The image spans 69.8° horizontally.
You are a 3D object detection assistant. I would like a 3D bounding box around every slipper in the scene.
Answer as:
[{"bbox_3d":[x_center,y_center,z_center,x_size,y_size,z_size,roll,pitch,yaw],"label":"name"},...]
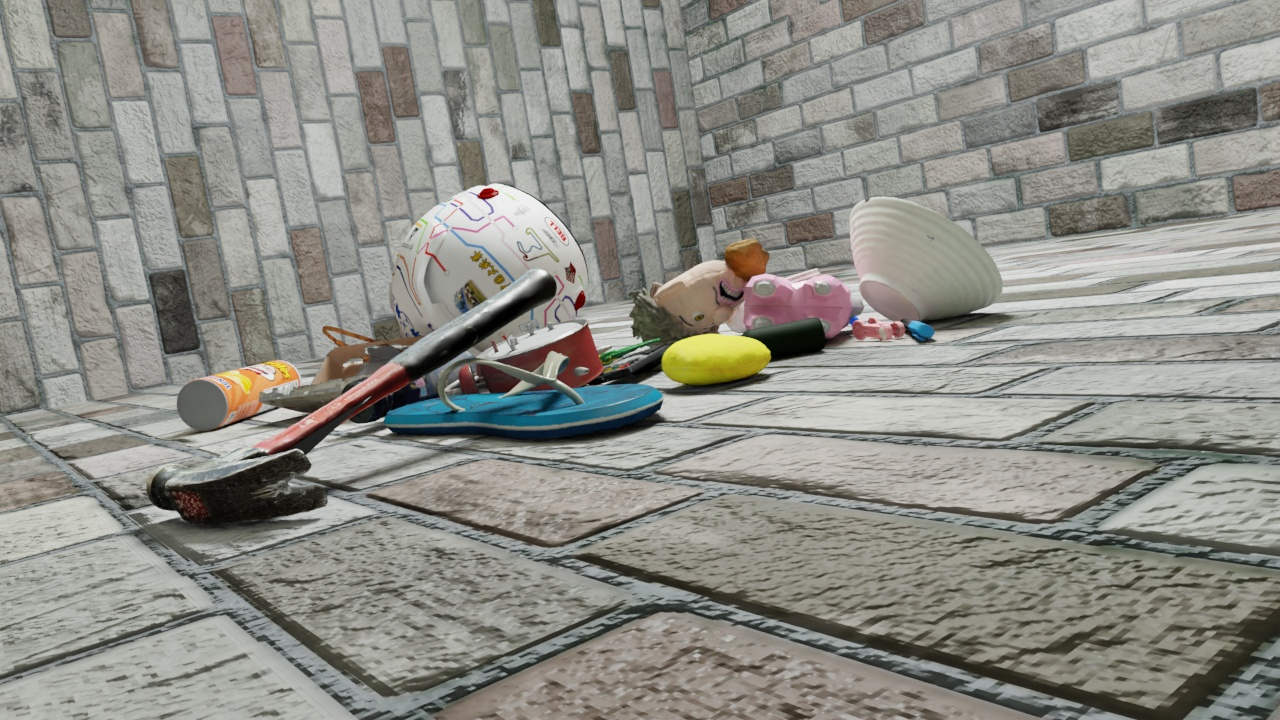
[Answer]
[{"bbox_3d":[-0.099,0.023,0.723,0.296,0.060,0.118,-4,4,42],"label":"slipper"}]

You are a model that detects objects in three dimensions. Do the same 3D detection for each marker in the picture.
[{"bbox_3d":[0.262,-0.031,0.875,0.018,0.015,0.123,27,9,5],"label":"marker"}]

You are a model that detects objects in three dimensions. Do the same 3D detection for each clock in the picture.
[{"bbox_3d":[0.162,-0.068,1.144,0.158,0.059,0.116,-16,3,16],"label":"clock"},{"bbox_3d":[-0.114,0.001,0.860,0.157,0.062,0.109,-15,13,17],"label":"clock"}]

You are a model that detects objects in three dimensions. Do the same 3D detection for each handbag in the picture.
[{"bbox_3d":[-0.337,-0.004,1.167,0.094,0.043,0.195,2,-15,19],"label":"handbag"}]

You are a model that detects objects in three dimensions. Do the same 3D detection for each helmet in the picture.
[{"bbox_3d":[-0.201,-0.094,1.175,0.236,0.231,0.314,-42,13,-6],"label":"helmet"}]

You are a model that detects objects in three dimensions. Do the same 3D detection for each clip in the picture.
[{"bbox_3d":[0.226,-0.029,0.892,0.039,0.022,0.059,-8,6,-26],"label":"clip"}]

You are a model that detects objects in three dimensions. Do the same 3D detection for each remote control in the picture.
[{"bbox_3d":[-0.005,0.005,0.916,0.045,0.021,0.140,-16,3,23],"label":"remote control"}]

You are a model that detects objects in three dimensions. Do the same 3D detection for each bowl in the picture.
[{"bbox_3d":[0.280,-0.086,0.965,0.070,0.177,0.177,-53,19,-12],"label":"bowl"}]

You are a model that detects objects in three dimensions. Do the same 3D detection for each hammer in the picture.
[{"bbox_3d":[-0.162,0.010,0.632,0.141,0.036,0.325,-4,25,39],"label":"hammer"}]

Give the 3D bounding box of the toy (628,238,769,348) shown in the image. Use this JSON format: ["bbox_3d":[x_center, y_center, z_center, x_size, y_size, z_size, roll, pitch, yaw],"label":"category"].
[{"bbox_3d":[0.072,-0.066,1.013,0.176,0.076,0.132,-41,-31,24],"label":"toy"}]

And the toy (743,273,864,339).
[{"bbox_3d":[0.175,-0.058,0.981,0.123,0.067,0.157,2,5,14],"label":"toy"}]

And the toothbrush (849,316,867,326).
[{"bbox_3d":[0.245,-0.043,1.034,0.011,0.016,0.186,-7,8,1],"label":"toothbrush"}]

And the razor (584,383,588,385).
[{"bbox_3d":[-0.086,0.016,0.962,0.044,0.021,0.144,-12,4,-24],"label":"razor"}]

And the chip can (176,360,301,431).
[{"bbox_3d":[-0.507,0.041,1.176,0.062,0.062,0.210,-9,6,4],"label":"chip can"}]

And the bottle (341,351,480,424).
[{"bbox_3d":[-0.219,0.026,0.891,0.056,0.056,0.160,-6,7,28],"label":"bottle"}]

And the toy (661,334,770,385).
[{"bbox_3d":[0.064,-0.001,0.778,0.094,0.041,0.095,0,9,33],"label":"toy"}]

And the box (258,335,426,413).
[{"bbox_3d":[-0.316,0.013,1.028,0.218,0.094,0.120,-6,48,34],"label":"box"}]

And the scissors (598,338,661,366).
[{"bbox_3d":[-0.037,-0.005,0.990,0.077,0.013,0.132,-9,-8,-45],"label":"scissors"}]

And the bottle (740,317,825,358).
[{"bbox_3d":[0.113,-0.015,0.877,0.123,0.033,0.033,-10,6,-5],"label":"bottle"}]
